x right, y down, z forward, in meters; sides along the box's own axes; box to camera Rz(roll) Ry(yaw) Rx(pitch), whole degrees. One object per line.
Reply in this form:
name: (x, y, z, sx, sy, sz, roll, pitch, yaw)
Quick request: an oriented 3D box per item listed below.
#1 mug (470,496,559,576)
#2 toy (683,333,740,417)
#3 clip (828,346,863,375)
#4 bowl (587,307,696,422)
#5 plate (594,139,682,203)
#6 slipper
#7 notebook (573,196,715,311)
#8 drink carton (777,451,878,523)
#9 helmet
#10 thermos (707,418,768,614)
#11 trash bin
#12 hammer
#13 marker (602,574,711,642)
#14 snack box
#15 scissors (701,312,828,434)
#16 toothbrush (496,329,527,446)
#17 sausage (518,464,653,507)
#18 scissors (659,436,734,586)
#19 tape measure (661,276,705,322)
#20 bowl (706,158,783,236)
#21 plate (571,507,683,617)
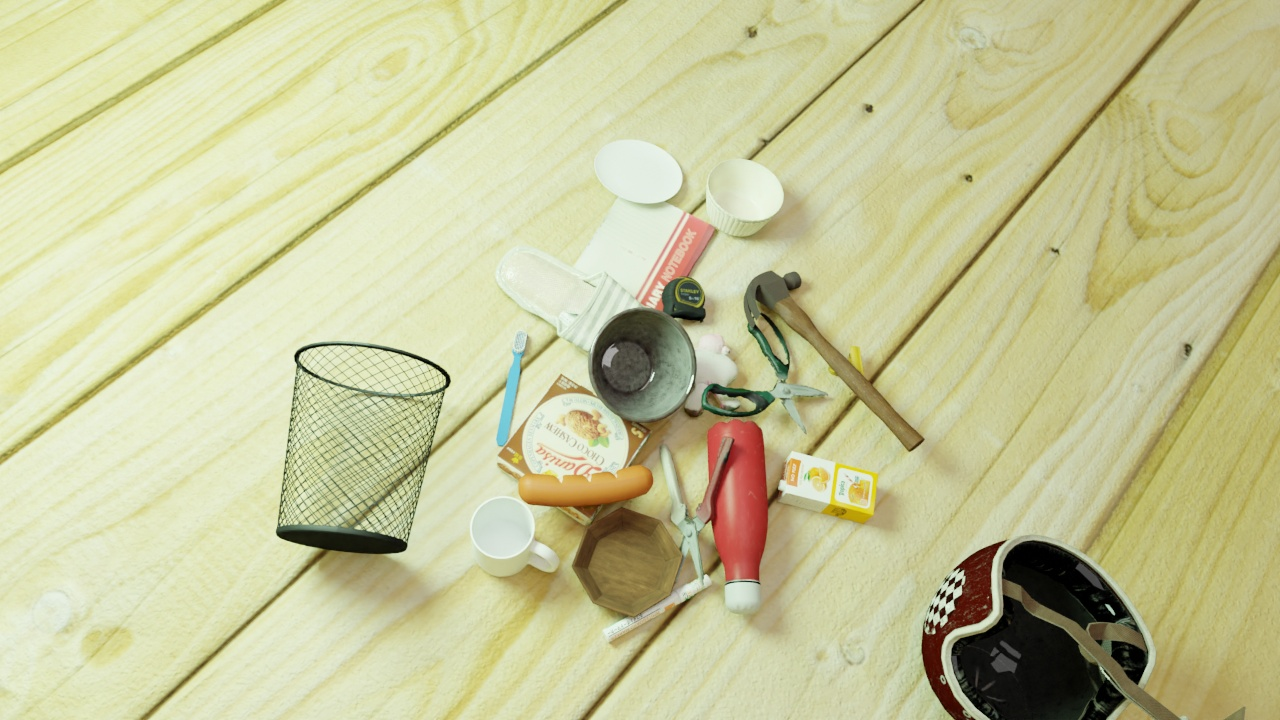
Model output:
mug: (-0.146, 0.218, 1.086, 0.110, 0.091, 0.073, 26, 64, 5)
toy: (0.096, 0.019, 1.245, 0.079, 0.038, 0.122, 2, 66, 2)
clip: (0.290, 0.007, 1.282, 0.048, 0.046, 0.054, 14, 62, -29)
bowl: (-0.007, 0.007, 1.180, 0.144, 0.067, 0.145, 1, 88, -21)
plate: (-0.004, -0.282, 1.381, 0.134, 0.011, 0.134, 7, 54, -10)
slipper: (-0.078, -0.071, 1.250, 0.272, 0.054, 0.114, 34, 69, 7)
notebook: (0.000, -0.150, 1.327, 0.153, 0.012, 0.208, 27, 64, 5)
drink carton: (0.240, 0.164, 1.192, 0.122, 0.040, 0.058, 15, 63, -1)
helmet: (0.446, 0.321, 1.023, 0.233, 0.254, 0.233, 22, 39, -3)
thermos: (0.123, 0.194, 1.144, 0.073, 0.073, 0.239, 3, 64, -6)
trash bin: (-0.330, 0.109, 1.073, 0.184, 0.184, 0.209, 6, 69, -5)
hammer: (0.262, -0.003, 1.251, 0.115, 0.033, 0.323, -24, 62, -33)
marker: (0.021, 0.299, 1.111, 0.145, 0.017, 0.017, -24, 70, -18)
snack box: (-0.085, 0.113, 1.172, 0.143, 0.041, 0.146, 32, 64, 8)
scissors: (0.160, 0.013, 1.242, 0.201, 0.015, 0.204, 4, 53, -24)
toothbrush: (-0.171, 0.034, 1.214, 0.016, 0.014, 0.166, 9, 64, -3)
sausage: (-0.065, 0.153, 1.109, 0.164, 0.039, 0.044, -3, 68, -10)
scissors: (0.062, 0.174, 1.149, 0.179, 0.015, 0.199, 42, 104, 45)
tape measure: (0.059, -0.086, 1.284, 0.061, 0.034, 0.061, 7, 77, -28)
bowl: (0.147, -0.234, 1.355, 0.115, 0.063, 0.115, 5, 60, -9)
plate: (-0.016, 0.247, 1.122, 0.131, 0.025, 0.131, 1, 63, -3)
